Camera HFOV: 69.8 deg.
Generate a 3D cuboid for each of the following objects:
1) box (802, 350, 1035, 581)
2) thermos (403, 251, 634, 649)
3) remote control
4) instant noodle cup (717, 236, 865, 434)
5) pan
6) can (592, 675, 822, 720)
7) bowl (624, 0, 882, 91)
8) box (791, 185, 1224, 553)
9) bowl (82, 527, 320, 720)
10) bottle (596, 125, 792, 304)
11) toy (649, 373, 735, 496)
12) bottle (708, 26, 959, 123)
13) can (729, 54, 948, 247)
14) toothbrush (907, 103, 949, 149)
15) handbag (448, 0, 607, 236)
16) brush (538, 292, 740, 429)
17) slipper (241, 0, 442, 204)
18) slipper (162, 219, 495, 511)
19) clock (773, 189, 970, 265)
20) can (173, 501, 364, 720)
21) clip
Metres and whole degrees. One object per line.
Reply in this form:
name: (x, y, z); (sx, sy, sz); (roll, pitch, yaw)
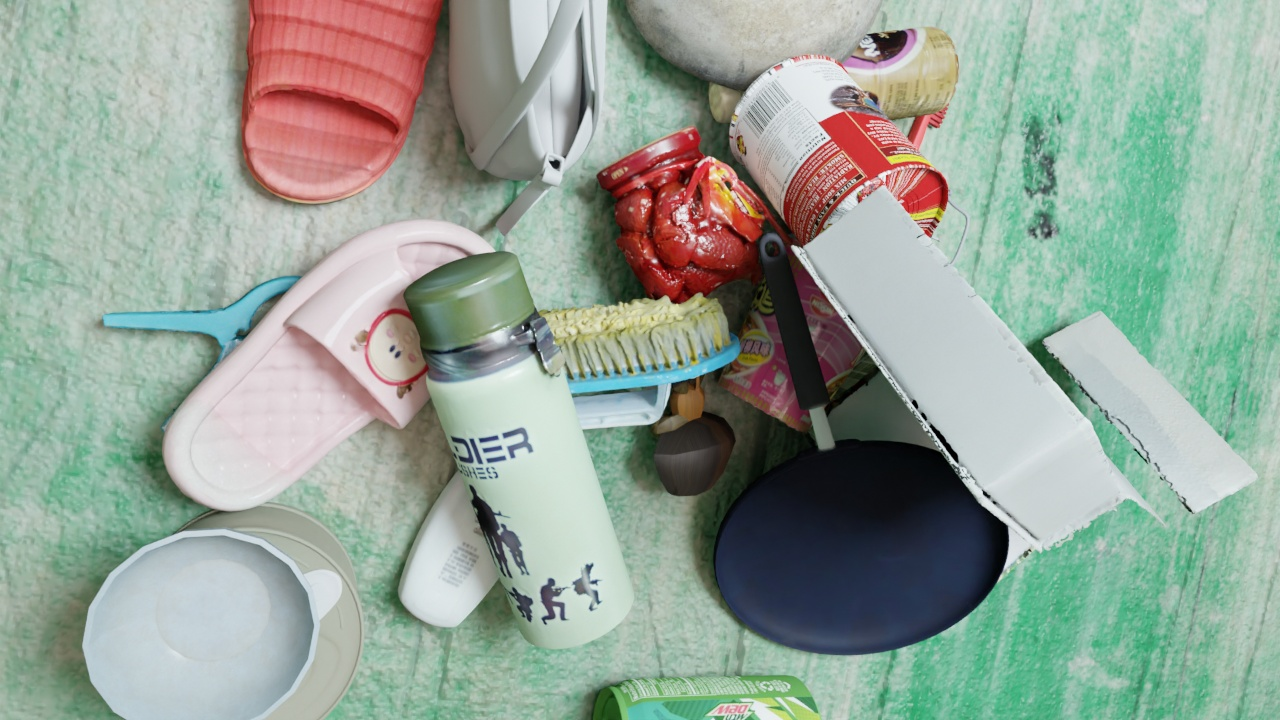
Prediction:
box: (0.209, 0.085, 0.684); (0.117, 0.051, 0.205); (-38, 105, -9)
thermos: (-0.066, 0.052, 0.532); (0.082, 0.082, 0.231); (-21, 111, -16)
remote control: (-0.110, 0.115, 0.590); (0.060, 0.028, 0.114); (31, 83, -21)
instant noodle cup: (0.109, -0.013, 0.621); (0.097, 0.098, 0.108); (28, 93, -19)
pan: (0.125, 0.070, 0.591); (0.199, 0.021, 0.357); (-15, 123, 11)
can: (0.045, 0.260, 0.628); (0.144, 0.083, 0.083); (5, 93, -19)
bowl: (0.076, -0.263, 0.563); (0.178, 0.081, 0.178); (0, 85, -4)
box: (0.238, 0.026, 0.561); (0.099, 0.166, 0.368); (-42, 146, 20)
bowl: (-0.220, 0.134, 0.470); (0.106, 0.039, 0.106); (-2, 96, -18)
bottle: (0.031, -0.086, 0.580); (0.098, 0.099, 0.111); (-27, 98, -14)
toy: (0.033, 0.041, 0.615); (0.076, 0.063, 0.100); (-29, 124, -50)
bottle: (0.129, -0.189, 0.626); (0.166, 0.059, 0.059); (-10, 99, -10)
can: (0.117, -0.118, 0.558); (0.086, 0.116, 0.087); (-17, 143, -14)
toothbrush: (0.185, -0.109, 0.675); (0.018, 0.012, 0.212); (24, 88, -19)
handbag: (-0.045, -0.178, 0.480); (0.095, 0.223, 0.216); (-3, 96, -17)
brush: (-0.003, 0.003, 0.568); (0.136, 0.055, 0.075); (-6, 121, 20)
slipper: (-0.166, -0.212, 0.524); (0.103, 0.059, 0.248); (11, 90, -19)
slipper: (-0.170, 0.002, 0.528); (0.221, 0.056, 0.107); (-41, 130, -14)
clock: (0.163, -0.101, 0.644); (0.123, 0.044, 0.091); (21, 87, -1)
can: (-0.227, 0.150, 0.531); (0.127, 0.073, 0.128); (-2, 96, -18)
clip: (-0.241, -0.023, 0.534); (0.119, 0.027, 0.102); (-23, 109, -16)
